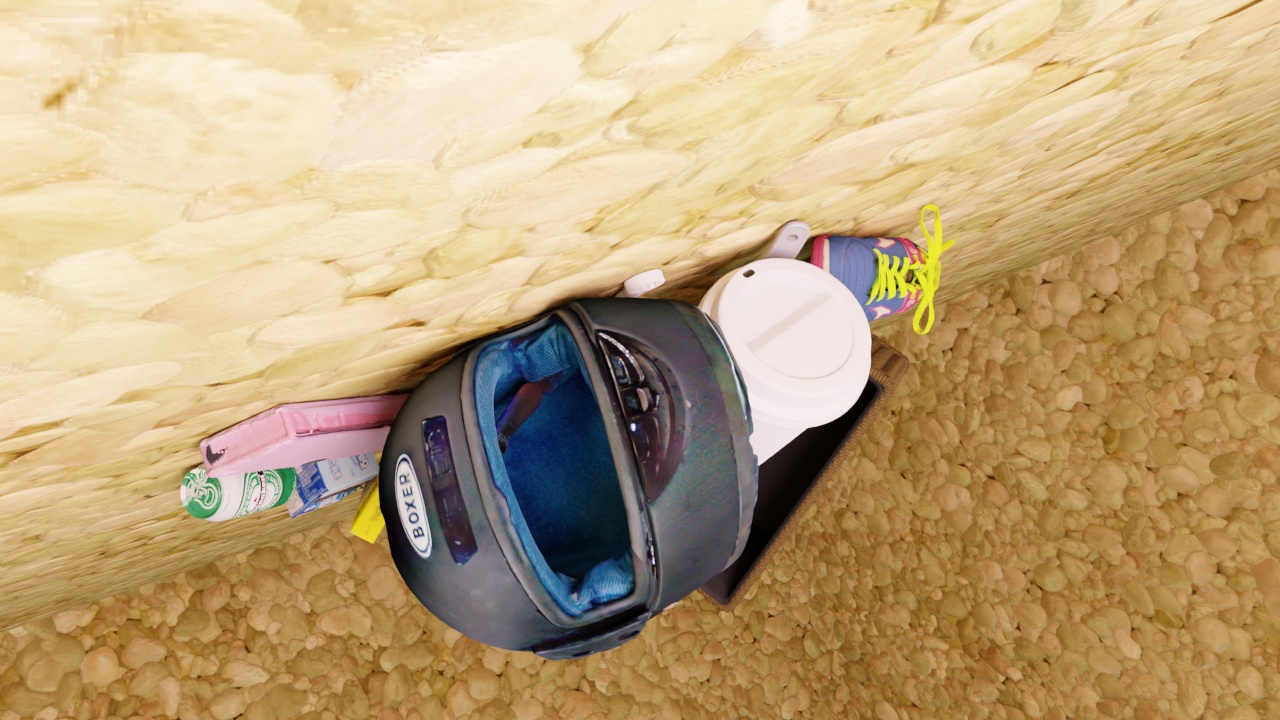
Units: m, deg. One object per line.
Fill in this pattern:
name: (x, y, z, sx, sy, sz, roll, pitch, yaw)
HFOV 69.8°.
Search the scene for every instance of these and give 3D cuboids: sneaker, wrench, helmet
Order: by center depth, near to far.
helmet: (-0.068, 0.090, 0.664, 0.235, 0.249, 0.317, -14, 165, -13)
wrench: (-0.043, -0.029, 0.780, 0.047, 0.009, 0.274, -17, 174, -26)
sneaker: (0.213, -0.078, 0.808, 0.091, 0.116, 0.241, 9, -167, 27)

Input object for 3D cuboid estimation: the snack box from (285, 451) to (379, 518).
snack box: (-0.329, 0.117, 0.952, 0.059, 0.059, 0.227, -21, 176, -33)

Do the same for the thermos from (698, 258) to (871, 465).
thermos: (0.084, 0.027, 0.731, 0.131, 0.131, 0.222, -18, 157, -22)

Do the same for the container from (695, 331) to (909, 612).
container: (0.145, 0.080, 1.029, 0.204, 0.176, 0.322, -23, 147, -60)

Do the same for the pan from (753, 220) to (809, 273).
pan: (0.067, -0.007, 0.808, 0.200, 0.050, 0.358, 7, 140, -14)

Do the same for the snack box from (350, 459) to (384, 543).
snack box: (-0.261, 0.129, 0.931, 0.061, 0.025, 0.149, -57, -165, 3)

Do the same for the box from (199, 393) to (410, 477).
box: (-0.248, 0.058, 0.767, 0.098, 0.037, 0.232, -21, 174, 16)

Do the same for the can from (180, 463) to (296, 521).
can: (-0.354, 0.111, 0.817, 0.053, 0.053, 0.101, -22, 175, 16)
